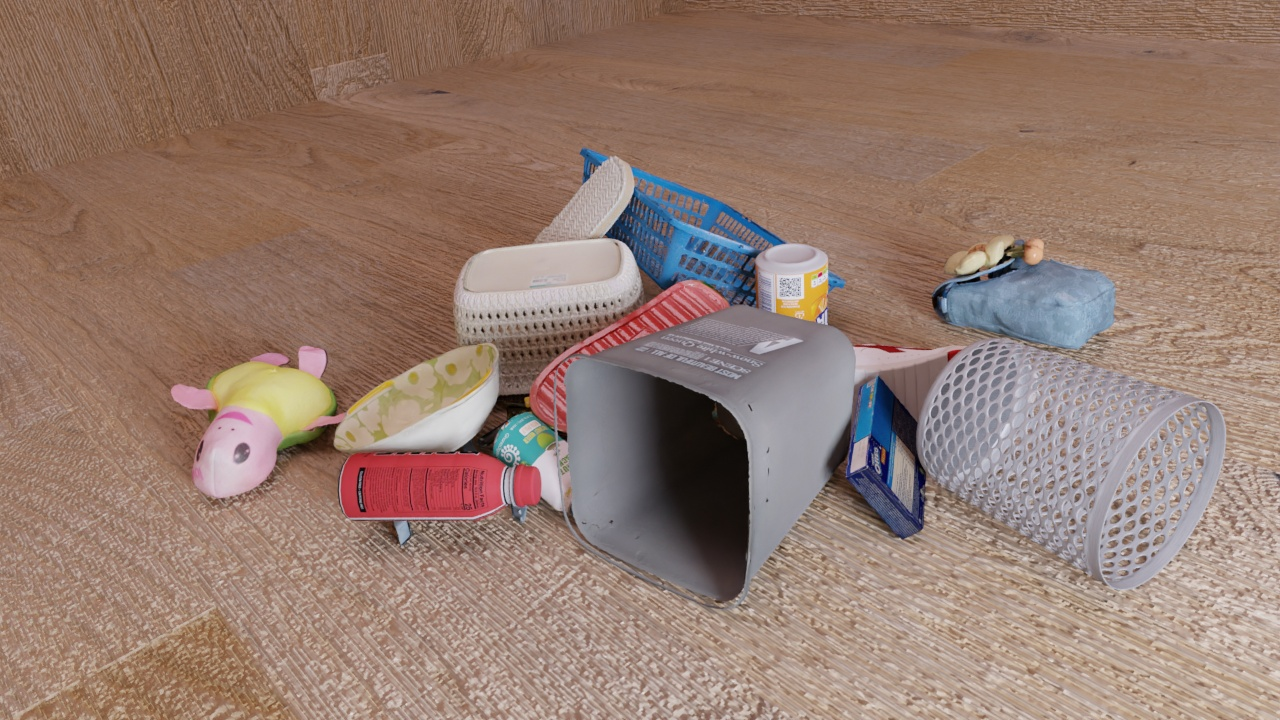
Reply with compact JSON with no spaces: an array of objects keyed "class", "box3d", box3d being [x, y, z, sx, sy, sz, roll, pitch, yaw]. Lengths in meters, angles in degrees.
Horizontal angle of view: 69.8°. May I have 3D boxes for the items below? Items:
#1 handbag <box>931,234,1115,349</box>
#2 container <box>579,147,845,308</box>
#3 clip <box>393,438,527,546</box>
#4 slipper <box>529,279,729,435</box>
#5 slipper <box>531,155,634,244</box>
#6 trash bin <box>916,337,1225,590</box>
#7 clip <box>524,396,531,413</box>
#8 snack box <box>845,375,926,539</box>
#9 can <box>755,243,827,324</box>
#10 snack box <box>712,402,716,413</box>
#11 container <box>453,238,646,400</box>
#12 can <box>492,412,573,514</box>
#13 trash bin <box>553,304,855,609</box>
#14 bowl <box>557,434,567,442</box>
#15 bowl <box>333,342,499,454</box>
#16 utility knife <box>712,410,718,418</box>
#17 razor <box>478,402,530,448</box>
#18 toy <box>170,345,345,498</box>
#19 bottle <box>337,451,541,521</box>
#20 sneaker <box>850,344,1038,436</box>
[{"class":"handbag","box3d":[0.443,-0.086,1.063,0.121,0.119,0.192,-25,29,-31]},{"class":"container","box3d":[0.068,-0.160,1.212,0.257,0.089,0.362,15,18,-29]},{"class":"clip","box3d":[-0.151,0.121,0.902,0.164,0.031,0.172,2,32,11]},{"class":"slipper","box3d":[-0.006,0.006,0.967,0.248,0.059,0.103,-35,67,-24]},{"class":"slipper","box3d":[-0.087,-0.148,1.180,0.054,0.273,0.114,19,43,-30]},{"class":"trash bin","box3d":[0.345,0.074,0.760,0.156,0.157,0.183,-22,30,-26]},{"class":"clip","box3d":[-0.092,0.052,0.960,0.054,0.048,0.046,-13,4,-15]},{"class":"snack box","box3d":[0.227,0.084,0.837,0.027,0.082,0.149,-36,13,32]},{"class":"can","box3d":[0.170,-0.055,1.032,0.079,0.143,0.079,-5,29,2]},{"class":"snack box","box3d":[0.052,0.031,0.942,0.026,0.082,0.149,25,50,35]},{"class":"container","box3d":[-0.104,-0.050,1.078,0.251,0.143,0.184,-5,34,2]},{"class":"can","box3d":[-0.089,0.098,0.873,0.101,0.055,0.054,37,46,19]},{"class":"trash bin","box3d":[0.071,0.062,0.812,0.198,0.198,0.219,17,30,34]},{"class":"bowl","box3d":[-0.070,0.085,0.950,0.114,0.026,0.101,5,30,20]},{"class":"bowl","box3d":[-0.217,0.056,0.944,0.220,0.060,0.187,-5,29,43]},{"class":"utility knife","box3d":[0.017,0.057,0.999,0.147,0.015,0.022,-2,39,14]},{"class":"razor","box3d":[-0.143,0.070,0.966,0.042,0.026,0.105,6,16,17]},{"class":"toy","box3d":[-0.412,0.055,1.009,0.190,0.088,0.237,11,33,-8]},{"class":"bottle","box3d":[-0.178,0.114,0.829,0.177,0.062,0.062,-2,29,8]},{"class":"sneaker","box3d":[0.279,0.017,0.954,0.237,0.090,0.104,-8,23,5]}]
